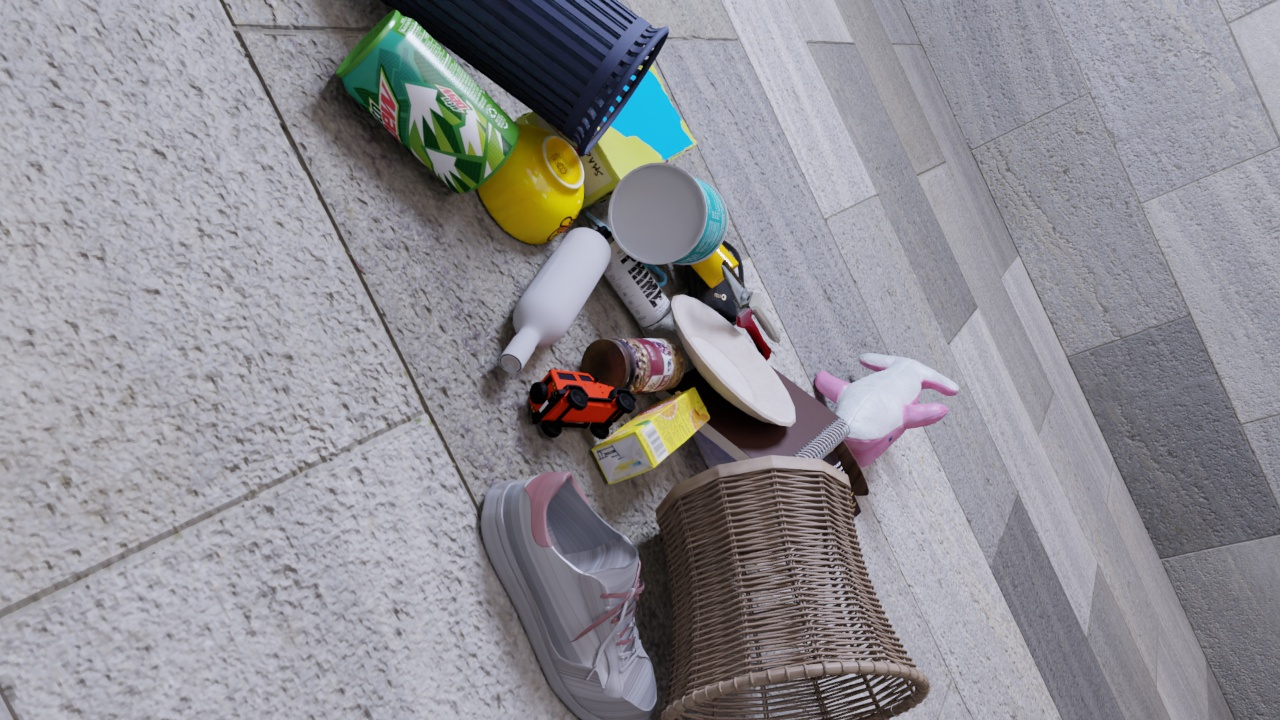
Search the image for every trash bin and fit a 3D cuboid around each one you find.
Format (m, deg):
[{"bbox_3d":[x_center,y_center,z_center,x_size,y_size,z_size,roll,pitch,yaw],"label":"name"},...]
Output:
[{"bbox_3d":[-0.114,-0.318,0.839,0.249,0.140,0.139,35,40,-6],"label":"trash bin"}]

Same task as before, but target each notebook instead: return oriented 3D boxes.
[{"bbox_3d":[0.135,0.059,1.034,0.171,0.022,0.208,38,29,17],"label":"notebook"}]

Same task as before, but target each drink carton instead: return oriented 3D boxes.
[{"bbox_3d":[0.012,0.070,0.901,0.134,0.059,0.043,-32,96,-57],"label":"drink carton"}]

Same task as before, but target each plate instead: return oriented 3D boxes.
[{"bbox_3d":[0.095,0.005,1.002,0.188,0.027,0.188,39,21,-18],"label":"plate"}]

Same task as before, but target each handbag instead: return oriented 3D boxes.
[{"bbox_3d":[0.083,-0.099,1.108,0.079,0.054,0.128,11,64,-46],"label":"handbag"}]

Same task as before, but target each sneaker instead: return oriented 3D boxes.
[{"bbox_3d":[-0.034,0.191,0.734,0.236,0.090,0.099,61,34,-7],"label":"sneaker"}]

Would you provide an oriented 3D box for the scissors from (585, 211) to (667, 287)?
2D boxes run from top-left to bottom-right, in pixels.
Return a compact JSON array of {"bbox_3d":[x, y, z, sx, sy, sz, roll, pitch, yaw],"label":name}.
[{"bbox_3d":[-0.010,-0.124,1.037,0.138,0.015,0.118,-25,89,-50],"label":"scissors"}]

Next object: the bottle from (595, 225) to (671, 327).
[{"bbox_3d":[-0.014,-0.091,0.980,0.116,0.041,0.041,54,36,-17],"label":"bottle"}]

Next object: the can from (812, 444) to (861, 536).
[{"bbox_3d":[0.213,0.145,1.116,0.071,0.072,0.128,-21,87,-56],"label":"can"}]

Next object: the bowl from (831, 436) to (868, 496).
[{"bbox_3d":[0.247,0.128,1.180,0.119,0.032,0.119,61,-2,2],"label":"bowl"}]

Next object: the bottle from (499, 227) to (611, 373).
[{"bbox_3d":[-0.082,-0.054,0.853,0.052,0.053,0.194,51,36,-20],"label":"bottle"}]

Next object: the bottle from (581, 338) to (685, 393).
[{"bbox_3d":[-0.005,0.005,0.918,0.105,0.056,0.056,-2,72,-55],"label":"bottle"}]

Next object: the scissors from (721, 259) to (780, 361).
[{"bbox_3d":[0.125,-0.054,1.078,0.188,0.015,0.140,-5,112,-53],"label":"scissors"}]

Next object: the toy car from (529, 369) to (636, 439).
[{"bbox_3d":[-0.054,0.038,0.833,0.100,0.051,0.048,7,47,-45],"label":"toy car"}]

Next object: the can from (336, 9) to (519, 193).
[{"bbox_3d":[-0.181,-0.221,0.792,0.144,0.083,0.082,43,40,-30],"label":"can"}]

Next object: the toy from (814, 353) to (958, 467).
[{"bbox_3d":[0.331,0.077,1.283,0.264,0.187,0.128,-33,135,-47],"label":"toy"}]

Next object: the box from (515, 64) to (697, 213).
[{"bbox_3d":[-0.030,-0.254,1.030,0.124,0.080,0.220,58,32,-10],"label":"box"}]

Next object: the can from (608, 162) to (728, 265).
[{"bbox_3d":[0.033,-0.151,0.971,0.099,0.099,0.143,66,15,0],"label":"can"}]

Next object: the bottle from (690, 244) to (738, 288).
[{"bbox_3d":[0.051,-0.151,1.065,0.143,0.043,0.043,49,34,5],"label":"bottle"}]

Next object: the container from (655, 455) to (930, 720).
[{"bbox_3d":[0.117,0.217,0.822,0.226,0.227,0.195,30,41,-41],"label":"container"}]

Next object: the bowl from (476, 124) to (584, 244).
[{"bbox_3d":[-0.098,-0.179,0.894,0.117,0.068,0.117,31,47,-41],"label":"bowl"}]
